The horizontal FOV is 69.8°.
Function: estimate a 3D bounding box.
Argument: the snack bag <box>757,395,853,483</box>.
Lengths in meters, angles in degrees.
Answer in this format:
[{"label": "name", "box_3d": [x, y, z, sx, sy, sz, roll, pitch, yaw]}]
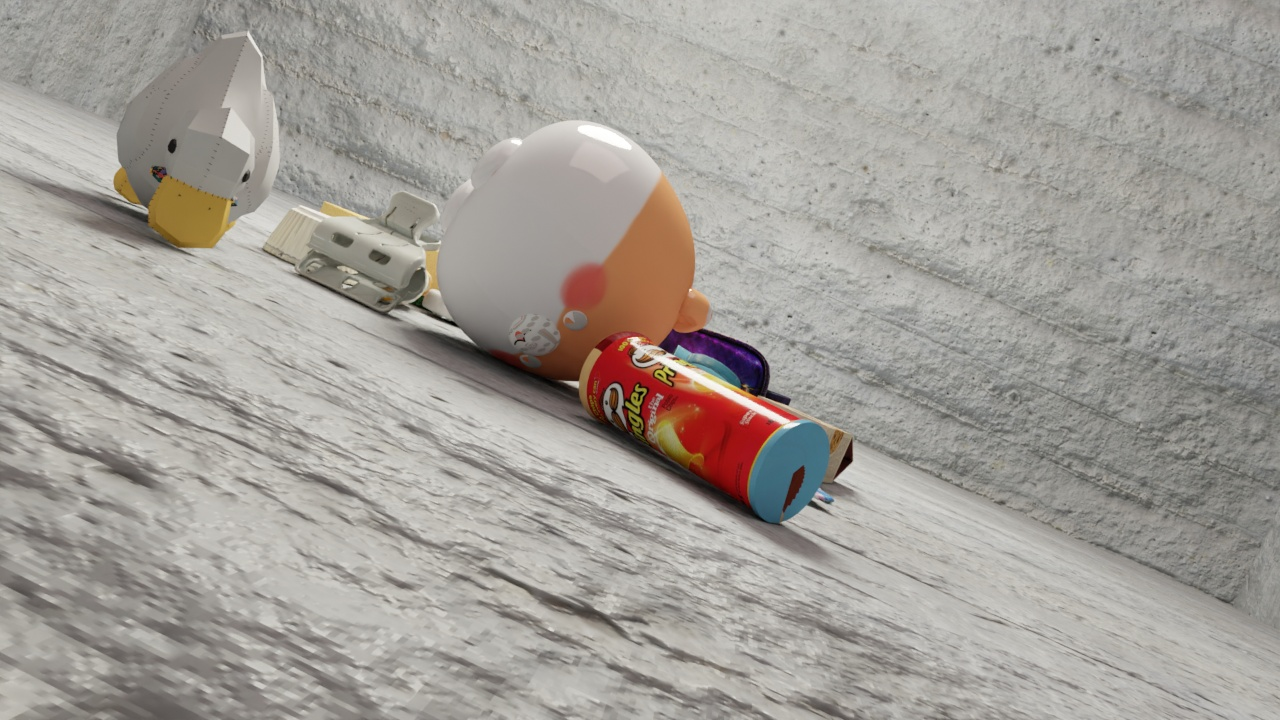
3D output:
[{"label": "snack bag", "box_3d": [0.209, 0.106, 1.182, 0.094, 0.070, 0.206, 25, 3, 26]}]

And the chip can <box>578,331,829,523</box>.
[{"label": "chip can", "box_3d": [0.045, 0.048, 0.747, 0.087, 0.087, 0.213, 21, 5, -45]}]

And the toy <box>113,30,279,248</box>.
[{"label": "toy", "box_3d": [-0.411, -0.201, 0.865, 0.140, 0.246, 0.268, 21, -19, -31]}]

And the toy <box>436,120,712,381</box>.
[{"label": "toy", "box_3d": [-0.070, -0.100, 0.959, 0.280, 0.264, 0.264, 41, 41, -13]}]

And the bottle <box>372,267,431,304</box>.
[{"label": "bottle", "box_3d": [-0.278, -0.096, 1.070, 0.063, 0.063, 0.108, 24, 3, 6]}]

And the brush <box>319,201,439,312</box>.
[{"label": "brush", "box_3d": [-0.323, -0.133, 1.277, 0.195, 0.075, 0.250, 24, 3, 4]}]

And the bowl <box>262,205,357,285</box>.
[{"label": "bowl", "box_3d": [-0.374, -0.138, 1.077, 0.115, 0.062, 0.115, 23, 3, -1]}]

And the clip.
[{"label": "clip", "box_3d": [-0.274, -0.121, 0.973, 0.125, 0.147, 0.082, 27, -37, 14]}]

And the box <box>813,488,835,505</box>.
[{"label": "box", "box_3d": [0.094, 0.090, 0.965, 0.159, 0.035, 0.230, 25, 3, -18]}]

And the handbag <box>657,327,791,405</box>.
[{"label": "handbag", "box_3d": [0.110, 0.025, 1.334, 0.222, 0.125, 0.204, 21, 2, 6]}]

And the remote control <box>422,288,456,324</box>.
[{"label": "remote control", "box_3d": [-0.221, -0.057, 1.156, 0.060, 0.028, 0.114, 27, 2, 44]}]

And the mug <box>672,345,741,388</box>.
[{"label": "mug", "box_3d": [0.074, 0.036, 1.098, 0.104, 0.084, 0.112, 31, -36, -1]}]
